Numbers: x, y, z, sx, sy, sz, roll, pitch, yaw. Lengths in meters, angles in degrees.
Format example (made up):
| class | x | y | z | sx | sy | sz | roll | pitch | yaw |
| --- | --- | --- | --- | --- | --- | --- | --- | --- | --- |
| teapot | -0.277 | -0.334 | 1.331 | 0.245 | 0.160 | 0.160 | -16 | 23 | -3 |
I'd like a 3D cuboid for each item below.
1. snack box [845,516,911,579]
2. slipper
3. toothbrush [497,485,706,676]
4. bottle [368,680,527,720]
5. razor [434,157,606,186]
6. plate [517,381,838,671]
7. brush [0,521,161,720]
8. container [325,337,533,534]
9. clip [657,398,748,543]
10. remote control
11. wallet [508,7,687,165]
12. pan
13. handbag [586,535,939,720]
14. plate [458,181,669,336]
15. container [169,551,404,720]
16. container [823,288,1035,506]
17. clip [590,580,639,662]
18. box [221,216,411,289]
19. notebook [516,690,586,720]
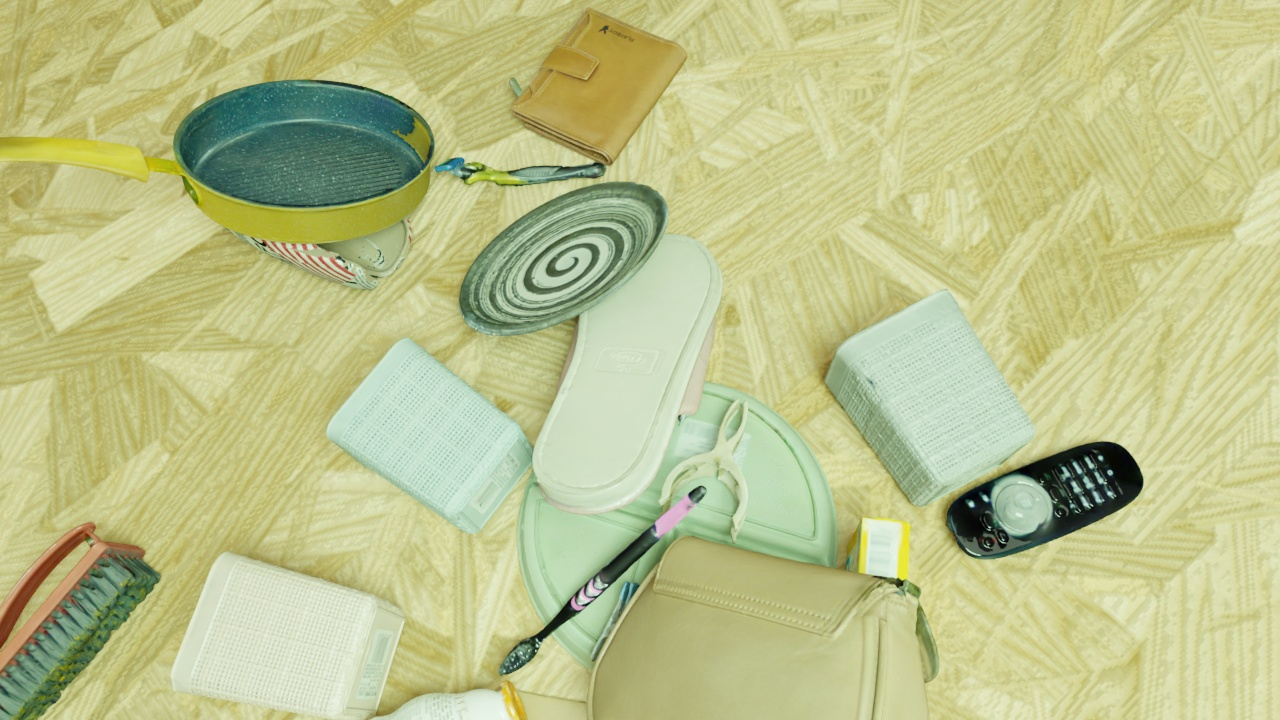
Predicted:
| class | x | y | z | sx | sy | sz | roll | pitch | yaw |
| --- | --- | --- | --- | --- | --- | --- | --- | --- | --- |
| snack box | 0.144 | 0.176 | 0.577 | 0.034 | 0.087 | 0.140 | 8 | 68 | 9 |
| slipper | -0.004 | 0.004 | 0.657 | 0.114 | 0.054 | 0.273 | -1 | 43 | 17 |
| toothbrush | -0.027 | 0.146 | 0.603 | 0.189 | 0.017 | 0.014 | -44 | 79 | 8 |
| bottle | -0.128 | 0.244 | 0.589 | 0.108 | 0.063 | 0.063 | -24 | 67 | -4 |
| razor | -0.100 | -0.160 | 0.782 | 0.143 | 0.022 | 0.042 | 1 | 23 | 3 |
| plate | 0.024 | 0.115 | 0.649 | 0.230 | 0.027 | 0.229 | -2 | 67 | 4 |
| brush | -0.417 | 0.188 | 0.645 | 0.069 | 0.063 | 0.145 | 35 | 76 | 6 |
| container | -0.144 | 0.058 | 0.658 | 0.111 | 0.090 | 0.089 | 32 | 74 | 14 |
| clip | 0.059 | 0.082 | 0.626 | 0.099 | 0.035 | 0.098 | -36 | 63 | -18 |
| remote control | 0.276 | 0.097 | 0.631 | 0.136 | 0.024 | 0.053 | -21 | 68 | -2 |
| wallet | -0.041 | -0.245 | 0.808 | 0.119 | 0.035 | 0.130 | 29 | 72 | 10 |
| pan | -0.331 | -0.156 | 0.695 | 0.356 | 0.078 | 0.197 | -20 | 50 | -30 |
| handbag | 0.068 | 0.183 | 0.516 | 0.205 | 0.099 | 0.147 | 1 | 63 | 49 |
| plate | -0.058 | -0.076 | 0.708 | 0.180 | 0.024 | 0.179 | -18 | 37 | 14 |
| container | -0.228 | 0.189 | 0.611 | 0.111 | 0.090 | 0.089 | 11 | 68 | 7 |
| container | 0.199 | 0.030 | 0.634 | 0.090 | 0.090 | 0.114 | -27 | 70 | -5 |
| clip | -0.015 | 0.172 | 0.601 | 0.028 | 0.024 | 0.057 | 15 | 76 | 16 |
| box | -0.271 | -0.116 | 0.750 | 0.162 | 0.075 | 0.085 | 21 | 76 | 16 |
| notebook | -0.001 | 0.303 | 0.580 | 0.211 | 0.012 | 0.149 | 7 | 67 | 9 |
